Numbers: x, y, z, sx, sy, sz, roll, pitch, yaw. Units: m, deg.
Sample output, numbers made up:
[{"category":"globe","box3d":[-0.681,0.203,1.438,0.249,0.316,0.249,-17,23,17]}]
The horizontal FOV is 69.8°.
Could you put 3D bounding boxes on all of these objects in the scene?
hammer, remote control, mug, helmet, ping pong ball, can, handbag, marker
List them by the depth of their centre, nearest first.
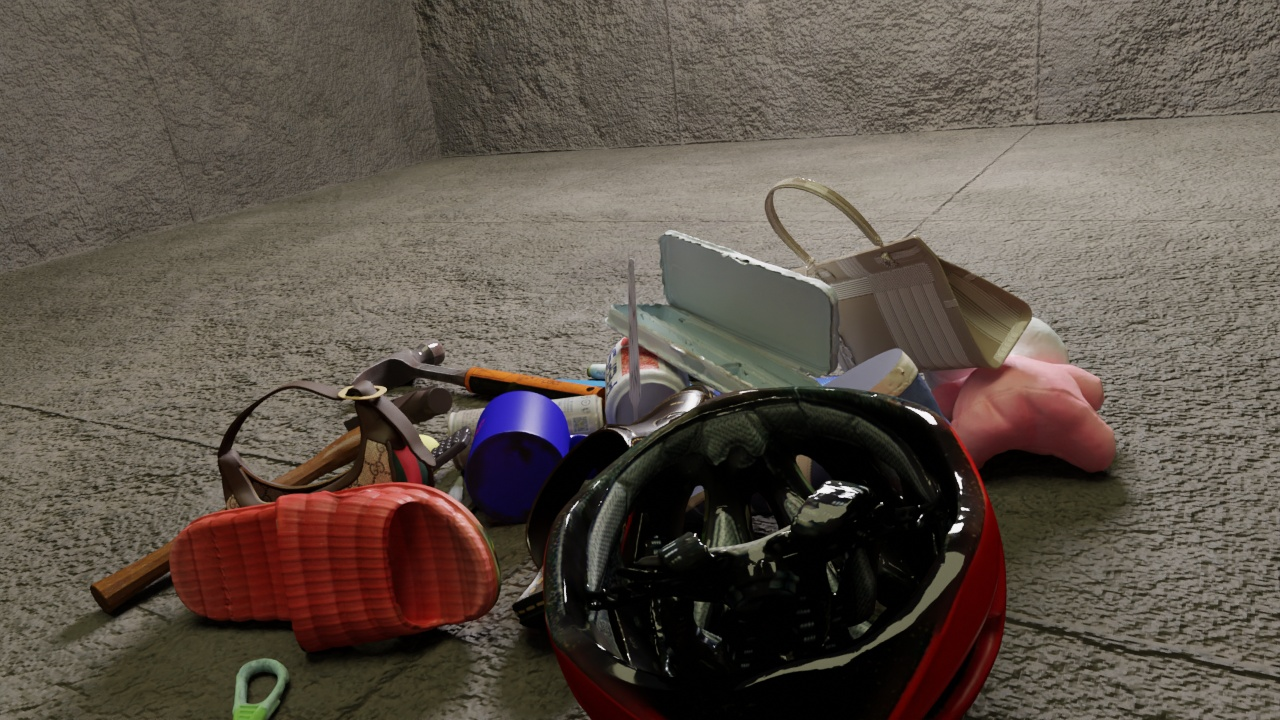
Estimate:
[{"category":"helmet","box3d":[0.065,0.107,0.463,0.217,0.167,0.271,-17,24,8]},{"category":"handbag","box3d":[-0.231,0.082,0.668,0.167,0.138,0.063,-22,13,21]},{"category":"handbag","box3d":[0.179,-0.073,0.740,0.062,0.198,0.176,-51,15,-18]},{"category":"remote control","box3d":[-0.188,0.095,0.744,0.124,0.009,0.046,-37,15,4]},{"category":"mug","box3d":[-0.082,0.078,0.745,0.111,0.079,0.083,4,19,-5]},{"category":"hammer","box3d":[-0.299,0.105,0.777,0.116,0.033,0.321,-17,14,45]},{"category":"ping pong ball","box3d":[-0.195,0.086,0.811,0.040,0.040,0.040,-7,20,2]},{"category":"can","box3d":[-0.098,0.064,0.815,0.135,0.054,0.054,-8,20,2]},{"category":"can","box3d":[0.006,0.025,0.848,0.078,0.078,0.136,-7,20,1]},{"category":"hammer","box3d":[-0.170,0.028,0.973,0.315,0.035,0.137,8,25,35]},{"category":"marker","box3d":[0.012,0.012,0.973,0.147,0.017,0.017,-1,21,20]}]

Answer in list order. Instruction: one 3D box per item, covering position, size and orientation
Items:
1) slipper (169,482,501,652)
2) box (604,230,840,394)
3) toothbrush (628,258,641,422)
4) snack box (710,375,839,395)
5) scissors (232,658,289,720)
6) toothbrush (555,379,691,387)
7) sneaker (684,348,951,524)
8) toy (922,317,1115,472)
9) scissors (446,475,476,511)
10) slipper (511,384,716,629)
[{"category":"slipper","box3d":[-0.212,0.136,0.594,0.249,0.103,0.059,-4,6,16]},{"category":"box","box3d":[0.078,-0.051,0.807,0.215,0.125,0.106,31,20,37]},{"category":"toothbrush","box3d":[-0.004,0.004,0.756,0.010,0.182,0.010,1,18,7]},{"category":"snack box","box3d":[0.123,0.046,0.822,0.150,0.027,0.082,-7,21,1]},{"category":"scissors","box3d":[-0.224,0.214,0.506,0.171,0.023,0.167,-1,15,12]},{"category":"toothbrush","box3d":[-0.025,0.023,0.959,0.167,0.014,0.016,2,22,27]},{"category":"sneaker","box3d":[0.124,0.096,0.639,0.234,0.118,0.091,-36,7,35]},{"category":"toy","box3d":[0.300,0.016,0.756,0.142,0.084,0.212,-2,23,14]},{"category":"scissors","box3d":[-0.158,0.137,0.695,0.187,0.015,0.179,-19,21,-30]},{"category":"slipper","box3d":[-0.019,0.083,0.654,0.113,0.076,0.267,-31,10,35]}]
